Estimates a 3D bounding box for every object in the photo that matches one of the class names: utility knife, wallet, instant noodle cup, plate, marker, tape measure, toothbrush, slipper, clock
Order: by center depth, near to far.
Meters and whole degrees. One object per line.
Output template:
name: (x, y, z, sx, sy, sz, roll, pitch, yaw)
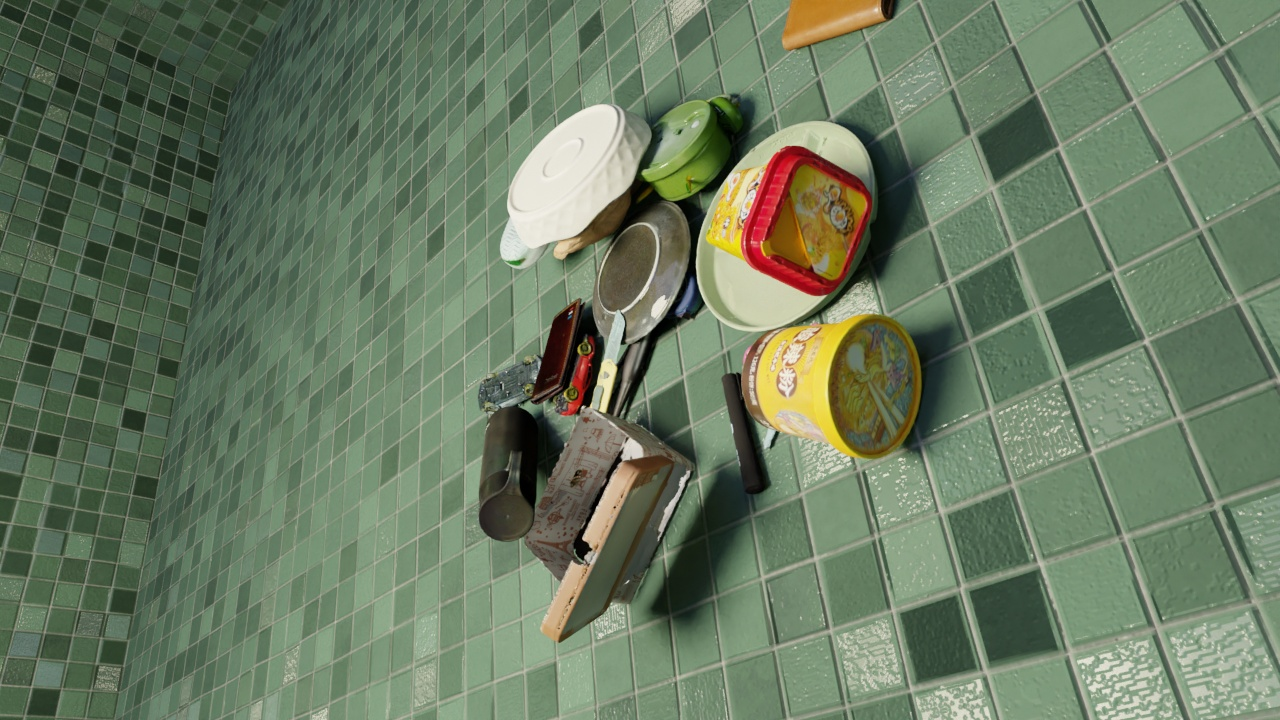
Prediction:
instant noodle cup: (0.159, 0.019, 0.788, 0.115, 0.118, 0.118, 5, 77, 54)
instant noodle cup: (0.131, -0.130, 0.858, 0.124, 0.116, 0.116, 22, 91, 64)
marker: (0.102, 0.070, 0.911, 0.022, 0.020, 0.131, -27, 52, 25)
plate: (0.148, -0.136, 0.944, 0.231, 0.027, 0.229, -25, 55, 42)
wallet: (0.217, -0.402, 0.984, 0.131, 0.035, 0.119, 0, 79, 50)
tape measure: (0.048, -0.074, 1.036, 0.055, 0.025, 0.058, 2, 79, 49)
toothbrush: (-0.006, 0.006, 1.066, 0.026, 0.027, 0.212, 38, -110, -84)
clock: (0.056, -0.253, 1.066, 0.116, 0.056, 0.161, 2, 56, 49)
utility knife: (-0.046, 0.042, 1.075, 0.031, 0.021, 0.208, 26, 103, 37)
plate: (-0.008, -0.106, 1.076, 0.180, 0.024, 0.179, -26, 55, 44)
plate: (-0.081, -0.227, 1.093, 0.205, 0.045, 0.204, -28, 40, 26)
marker: (-0.037, 0.032, 1.095, 0.015, 0.018, 0.124, 41, 105, 46)
wallet: (-0.104, -0.010, 1.165, 0.097, 0.020, 0.122, -32, 41, 61)
slipper: (-0.113, -0.217, 1.253, 0.104, 0.074, 0.244, -9, 49, 42)

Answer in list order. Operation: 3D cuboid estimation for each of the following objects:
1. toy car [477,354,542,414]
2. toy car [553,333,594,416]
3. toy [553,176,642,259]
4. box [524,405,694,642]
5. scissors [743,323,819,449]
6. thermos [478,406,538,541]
toy car: (-0.172, 0.035, 1.243, 0.121, 0.036, 0.054, -25, 54, 30)
toy car: (-0.078, 0.017, 1.136, 0.049, 0.031, 0.106, -30, 43, 61)
toy: (-0.058, -0.193, 1.139, 0.144, 0.082, 0.225, -33, 30, 55)
box: (-0.031, 0.164, 0.932, 0.179, 0.132, 0.271, -65, 10, 5)
scissors: (0.146, 0.020, 0.885, 0.132, 0.017, 0.133, -46, 48, 23)
thermos: (-0.149, 0.117, 1.072, 0.242, 0.068, 0.090, -113, 40, -71)
